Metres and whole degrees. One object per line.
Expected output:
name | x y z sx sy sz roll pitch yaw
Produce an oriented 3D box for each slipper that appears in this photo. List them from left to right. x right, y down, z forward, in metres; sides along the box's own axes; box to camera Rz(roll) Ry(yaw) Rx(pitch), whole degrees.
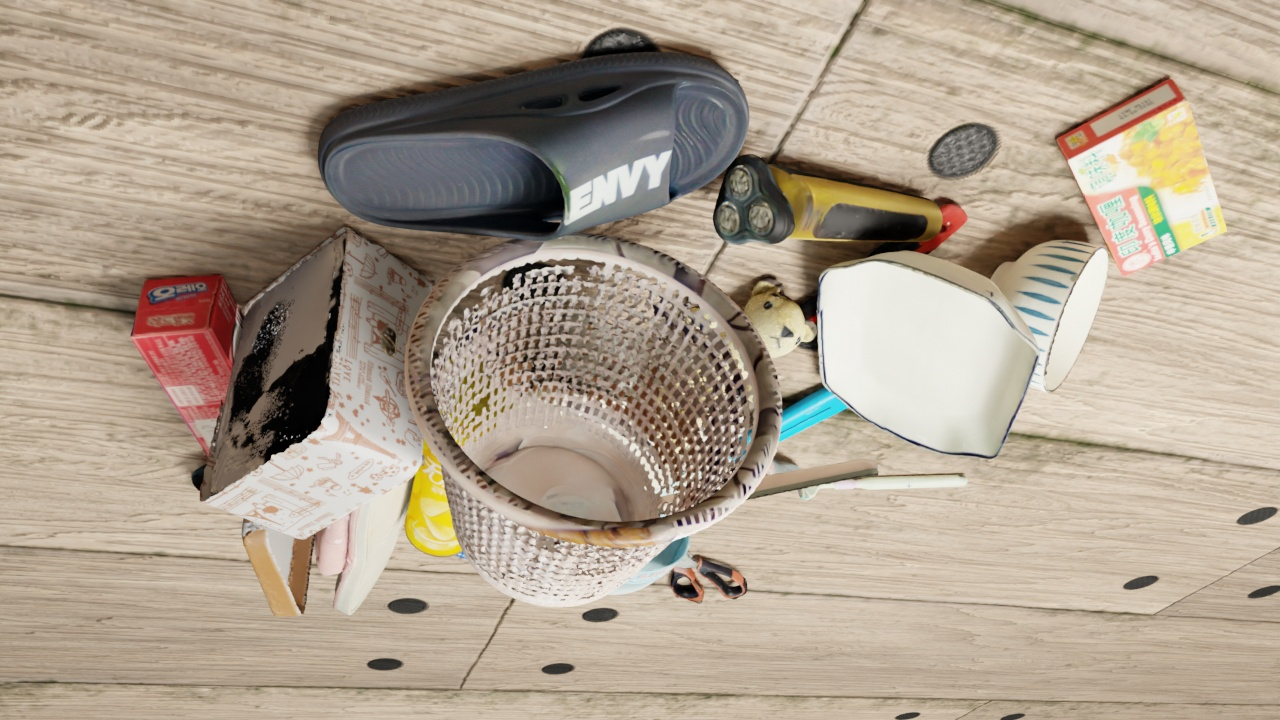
slipper | -0.256 0.144 0.845 0.054 0.113 0.275 27 135 1
slipper | -0.064 -0.111 0.561 0.268 0.083 0.111 -7 145 2
slipper | 0.006 0.180 0.951 0.104 0.074 0.246 3 137 -14

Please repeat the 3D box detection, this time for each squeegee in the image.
squeegee | 0.114 0.107 0.856 0.248 0.040 0.249 -15 170 22

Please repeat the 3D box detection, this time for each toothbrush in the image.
toothbrush | 0.261 0.134 0.984 0.189 0.029 0.020 -3 102 -8

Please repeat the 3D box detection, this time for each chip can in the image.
chip can | -0.160 0.089 0.803 0.072 0.072 0.214 6 138 -17

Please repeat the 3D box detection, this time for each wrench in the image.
wrench | 0.146 -0.038 0.742 0.056 0.016 0.274 17 137 -34

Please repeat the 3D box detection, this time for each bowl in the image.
bowl | 0.304 -0.040 0.707 0.066 0.116 0.116 24 158 34

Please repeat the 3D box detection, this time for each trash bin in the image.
trash bin | -0.044 0.060 0.613 0.227 0.227 0.193 4 142 -14

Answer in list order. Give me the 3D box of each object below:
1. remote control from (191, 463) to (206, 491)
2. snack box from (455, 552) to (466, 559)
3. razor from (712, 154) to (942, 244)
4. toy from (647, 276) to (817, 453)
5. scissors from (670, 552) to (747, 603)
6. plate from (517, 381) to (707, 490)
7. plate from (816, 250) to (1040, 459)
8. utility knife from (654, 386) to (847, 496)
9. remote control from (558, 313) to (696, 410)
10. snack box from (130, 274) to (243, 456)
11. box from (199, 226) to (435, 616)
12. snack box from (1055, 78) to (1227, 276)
remote control | -0.337 0.102 0.840 0.136 0.024 0.053 -2 141 -9
snack box | -0.153 0.159 0.942 0.084 0.026 0.158 26 132 -35
razor | 0.132 -0.100 0.625 0.167 0.067 0.062 2 126 -22
toy | 0.065 0.007 0.714 0.157 0.066 0.105 -44 108 0
scissors | 0.045 0.247 1.097 0.205 0.015 0.197 13 142 -14
plate | -0.033 0.060 0.805 0.163 0.034 0.165 17 148 -13
plate | 0.218 -0.004 0.710 0.162 0.034 0.266 24 159 23
utility knife | 0.099 0.081 0.858 0.216 0.018 0.034 -30 137 12
remote control | -0.004 0.004 0.740 0.135 0.056 0.019 18 137 -30
snack box | -0.324 0.023 0.714 0.058 0.057 0.208 -5 142 -6
box | -0.243 0.051 0.663 0.125 0.178 0.275 15 137 -25
snack box | 0.360 -0.124 0.655 0.077 0.027 0.155 -27 138 26
